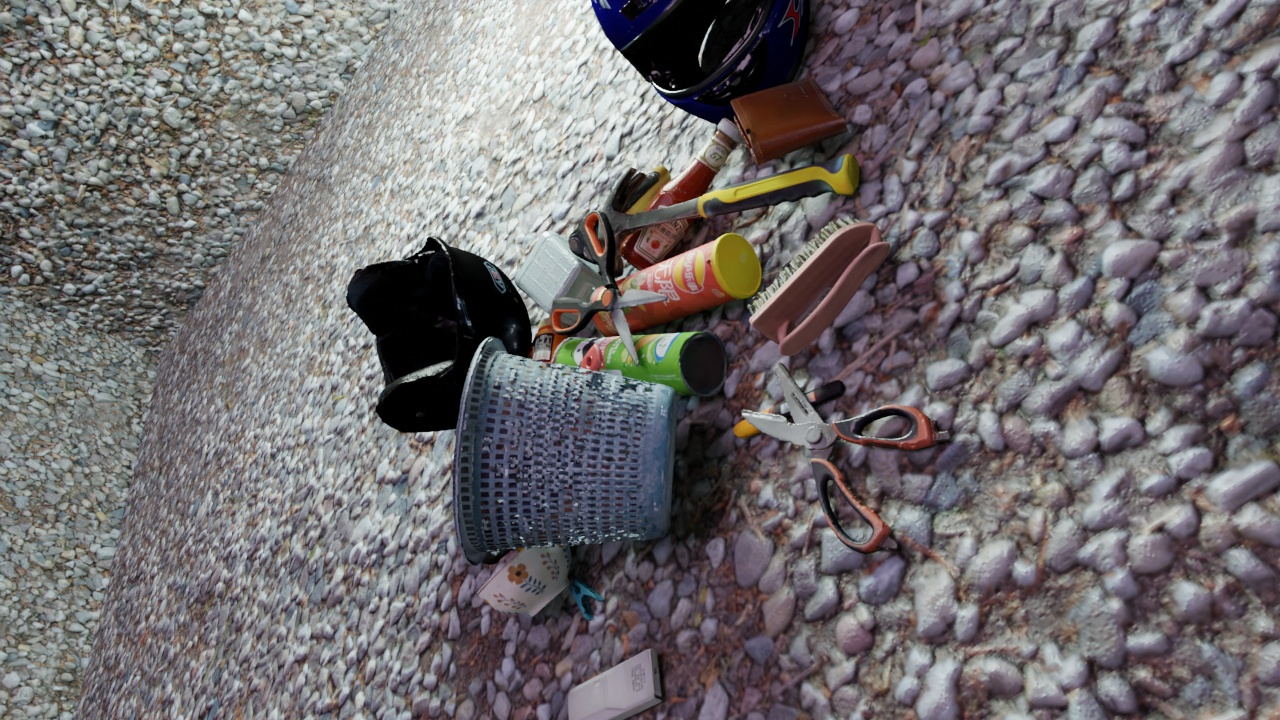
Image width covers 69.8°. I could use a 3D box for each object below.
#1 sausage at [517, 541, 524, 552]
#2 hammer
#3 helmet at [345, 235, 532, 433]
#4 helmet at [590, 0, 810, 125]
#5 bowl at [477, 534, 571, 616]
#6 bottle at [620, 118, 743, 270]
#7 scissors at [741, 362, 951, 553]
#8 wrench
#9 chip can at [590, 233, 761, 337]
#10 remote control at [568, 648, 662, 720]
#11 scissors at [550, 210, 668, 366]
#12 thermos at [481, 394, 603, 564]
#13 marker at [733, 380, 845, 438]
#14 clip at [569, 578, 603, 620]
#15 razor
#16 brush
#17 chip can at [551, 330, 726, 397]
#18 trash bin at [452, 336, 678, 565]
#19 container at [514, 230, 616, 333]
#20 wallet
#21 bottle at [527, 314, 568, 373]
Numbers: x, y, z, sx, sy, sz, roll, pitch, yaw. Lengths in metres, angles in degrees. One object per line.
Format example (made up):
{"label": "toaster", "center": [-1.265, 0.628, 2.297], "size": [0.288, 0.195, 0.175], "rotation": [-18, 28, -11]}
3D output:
{"label": "sausage", "center": [-0.092, 0.193, 1.064], "size": [0.166, 0.021, 0.021], "rotation": [-34, 44, 34]}
{"label": "hammer", "center": [0.085, -0.178, 1.018], "size": [0.324, 0.031, 0.126], "rotation": [-7, 74, 36]}
{"label": "helmet", "center": [-0.254, -0.031, 1.219], "size": [0.276, 0.229, 0.233], "rotation": [-53, 49, 34]}
{"label": "helmet", "center": [0.056, -0.456, 1.120], "size": [0.248, 0.240, 0.314], "rotation": [-38, 42, 33]}
{"label": "bowl", "center": [-0.117, 0.241, 1.013], "size": [0.062, 0.113, 0.114], "rotation": [48, 112, 9]}
{"label": "bottle", "center": [0.052, -0.198, 1.107], "size": [0.206, 0.059, 0.059], "rotation": [-53, 36, 13]}
{"label": "scissors", "center": [0.170, 0.077, 0.804], "size": [0.227, 0.015, 0.188], "rotation": [-14, 59, 42]}
{"label": "wrench", "center": [-0.102, 0.084, 1.089], "size": [0.274, 0.016, 0.056], "rotation": [-60, 35, 34]}
{"label": "chip can", "center": [0.034, -0.080, 1.042], "size": [0.217, 0.073, 0.073], "rotation": [-15, 56, 46]}
{"label": "remote control", "center": [-0.027, 0.326, 0.894], "size": [0.125, 0.024, 0.049], "rotation": [-37, 43, 31]}
{"label": "scissors", "center": [-0.041, -0.074, 1.044], "size": [0.230, 0.021, 0.220], "rotation": [-34, 55, 46]}
{"label": "thermos", "center": [-0.113, 0.132, 1.058], "size": [0.243, 0.090, 0.068], "rotation": [-42, 8, 17]}
{"label": "marker", "center": [0.141, 0.047, 0.874], "size": [0.124, 0.015, 0.018], "rotation": [-29, 48, 35]}
{"label": "clip", "center": [-0.060, 0.255, 0.991], "size": [0.038, 0.013, 0.055], "rotation": [-60, 35, 3]}
{"label": "razor", "center": [-0.021, -0.189, 1.161], "size": [0.062, 0.068, 0.167], "rotation": [29, 64, 31]}
{"label": "brush", "center": [0.173, -0.071, 0.870], "size": [0.146, 0.063, 0.073], "rotation": [-47, 34, 18]}
{"label": "chip can", "center": [-0.006, 0.006, 1.038], "size": [0.237, 0.072, 0.072], "rotation": [-1, 67, 51]}
{"label": "trash bin", "center": [-0.063, 0.096, 0.910], "size": [0.226, 0.195, 0.226], "rotation": [7, -93, -87]}
{"label": "container", "center": [-0.094, -0.099, 1.204], "size": [0.090, 0.090, 0.111], "rotation": [-56, 39, 10]}
{"label": "wallet", "center": [0.159, -0.262, 0.994], "size": [0.101, 0.032, 0.124], "rotation": [-17, 39, 5]}
{"label": "bottle", "center": [-0.119, -0.005, 1.201], "size": [0.067, 0.066, 0.149], "rotation": [-34, 37, 34]}
